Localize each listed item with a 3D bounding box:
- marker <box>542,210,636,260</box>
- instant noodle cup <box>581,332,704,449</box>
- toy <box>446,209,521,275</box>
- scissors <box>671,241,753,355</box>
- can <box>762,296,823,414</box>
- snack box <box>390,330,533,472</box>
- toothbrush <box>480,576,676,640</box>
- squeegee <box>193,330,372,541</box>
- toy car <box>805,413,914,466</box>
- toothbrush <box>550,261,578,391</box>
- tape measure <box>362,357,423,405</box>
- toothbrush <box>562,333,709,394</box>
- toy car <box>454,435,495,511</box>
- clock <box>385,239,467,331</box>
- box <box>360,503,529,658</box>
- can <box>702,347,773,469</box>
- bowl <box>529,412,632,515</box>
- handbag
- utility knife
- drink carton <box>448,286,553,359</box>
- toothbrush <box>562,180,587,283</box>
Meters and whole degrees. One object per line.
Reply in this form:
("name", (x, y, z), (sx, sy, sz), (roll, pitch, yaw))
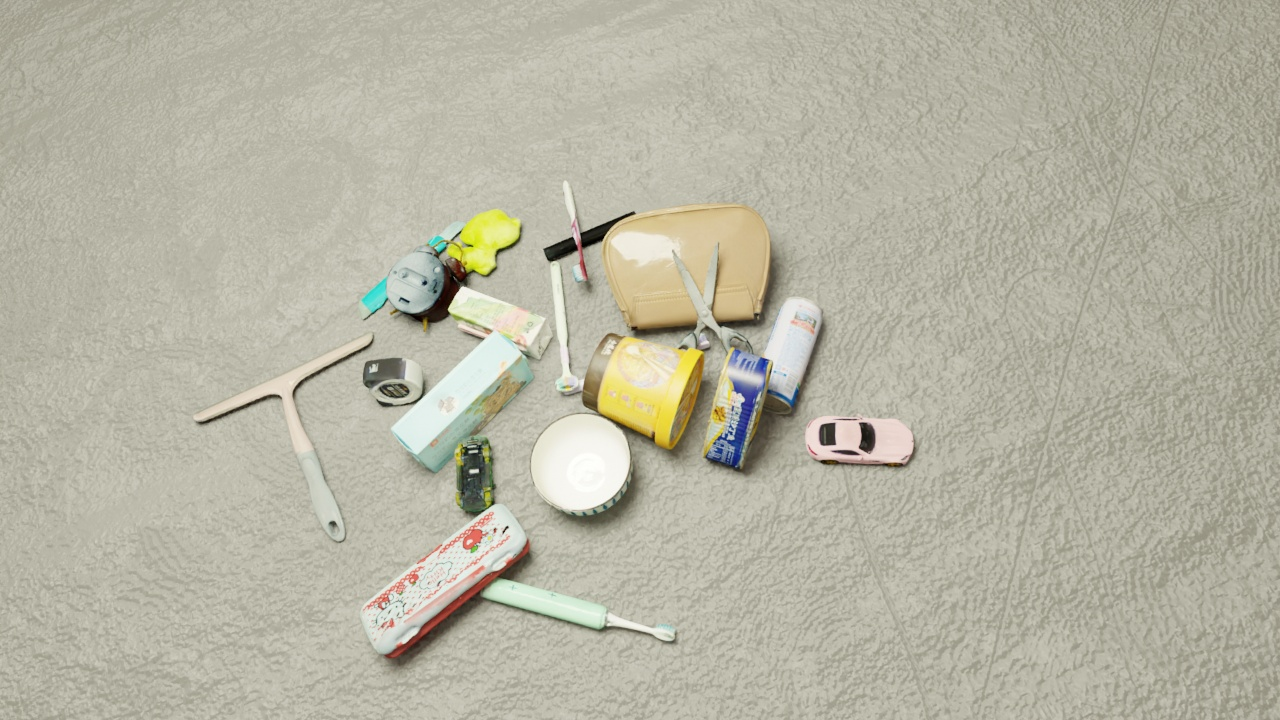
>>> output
("marker", (-0.064, -0.163, 1.204), (0.132, 0.020, 0.022), (-22, 23, -3))
("instant noodle cup", (0.002, 0.029, 1.058), (0.114, 0.118, 0.118), (19, 70, 13))
("toy", (-0.208, -0.159, 1.214), (0.097, 0.031, 0.100), (1, 67, 9))
("scissors", (0.078, -0.049, 1.087), (0.159, 0.014, 0.178), (29, 109, -13))
("can", (0.174, -0.007, 1.091), (0.053, 0.053, 0.134), (18, 70, 13))
("snack box", (-0.210, 0.050, 1.099), (0.051, 0.074, 0.174), (40, 76, 19))
("toothbrush", (-0.070, 0.275, 1.011), (0.224, 0.027, 0.026), (12, 113, 12))
("squeegee", (-0.407, 0.107, 1.118), (0.247, 0.040, 0.249), (-26, 67, -6))
("toy car", (0.251, 0.090, 1.050), (0.122, 0.037, 0.056), (2, 68, 6))
("toothbrush", (-0.100, -0.047, 1.152), (0.029, 0.020, 0.189), (-10, 60, 3))
("tape measure", (-0.300, 0.025, 1.125), (0.066, 0.066, 0.033), (-6, 58, 2))
("toothbrush", (-0.007, 0.007, 1.125), (0.189, 0.029, 0.021), (-19, 103, -1))
("toy car", (-0.194, 0.135, 1.081), (0.043, 0.036, 0.091), (-6, 65, 3))
("clock", (-0.271, -0.102, 1.175), (0.082, 0.055, 0.121), (25, 80, 18))
("box", (-0.216, 0.241, 1.015), (0.201, 0.047, 0.086), (-37, 36, -11))
("can", (0.108, 0.055, 1.027), (0.049, 0.148, 0.074), (18, 38, 11))
("bowl", (-0.064, 0.125, 1.054), (0.116, 0.066, 0.116), (-3, 66, 6))
("handbag", (0.057, -0.115, 1.127), (0.204, 0.099, 0.148), (-5, 92, 4))
("utility knife", (-0.304, -0.123, 1.218), (0.186, 0.013, 0.029), (-44, 71, -11))
("drink carton", (-0.176, -0.045, 1.148), (0.122, 0.053, 0.045), (21, 71, 15))
("toothbrush", (-0.088, -0.170, 1.194), (0.017, 0.016, 0.187), (-21, 52, 11))
